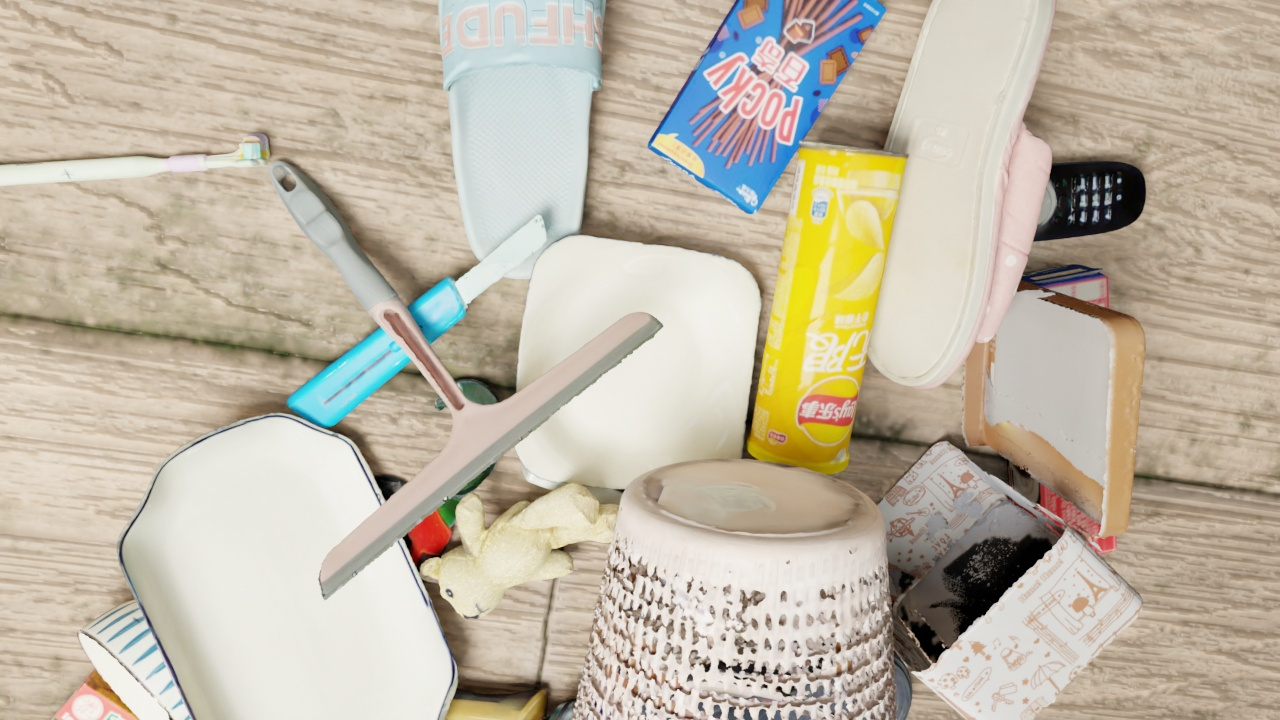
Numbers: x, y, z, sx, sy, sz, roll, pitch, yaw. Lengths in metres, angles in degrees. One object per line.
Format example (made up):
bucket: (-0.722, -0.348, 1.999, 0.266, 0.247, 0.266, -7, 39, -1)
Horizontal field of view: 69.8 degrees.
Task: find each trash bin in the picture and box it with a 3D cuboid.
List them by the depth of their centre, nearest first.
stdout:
trash bin: (0.058, 0.169, 0.541, 0.227, 0.227, 0.192, 2, 101, -7)

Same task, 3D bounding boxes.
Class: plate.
plate: (-0.223, 0.167, 0.596, 0.161, 0.034, 0.266, -28, 99, -39)
plate: (-0.004, 0.004, 0.615, 0.163, 0.034, 0.164, 7, 91, -18)

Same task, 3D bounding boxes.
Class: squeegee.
squeegee: (-0.156, -0.030, 0.570, 0.247, 0.040, 0.249, -39, 76, -4)

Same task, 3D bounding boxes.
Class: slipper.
slipper: (-0.073, -0.168, 0.559, 0.104, 0.074, 0.246, 1, 107, -6)
slipper: (0.206, -0.115, 0.590, 0.054, 0.114, 0.275, -1, 107, -34)
slipper: (0.082, 0.283, 0.678, 0.268, 0.083, 0.111, -17, 102, -4)

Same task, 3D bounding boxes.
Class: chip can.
chip can: (0.121, -0.035, 0.608, 0.072, 0.072, 0.213, 5, 105, -7)

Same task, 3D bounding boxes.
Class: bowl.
bowl: (-0.308, 0.203, 0.614, 0.066, 0.117, 0.116, -42, 108, -40)

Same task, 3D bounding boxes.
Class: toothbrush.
toothbrush: (-0.331, -0.123, 0.574, 0.189, 0.029, 0.020, -6, 144, -3)

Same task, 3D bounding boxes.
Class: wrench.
wrench: (-0.165, 0.138, 0.651, 0.056, 0.016, 0.273, 25, 98, -7)

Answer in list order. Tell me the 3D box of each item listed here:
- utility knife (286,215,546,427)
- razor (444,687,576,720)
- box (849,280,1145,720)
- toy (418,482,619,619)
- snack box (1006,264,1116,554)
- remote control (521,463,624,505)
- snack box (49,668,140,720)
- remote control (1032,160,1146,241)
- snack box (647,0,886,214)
utility knife: (-0.143, -0.024, 0.597, 0.216, 0.018, 0.034, -36, 105, 13)
razor: (-0.124, 0.264, 0.663, 0.167, 0.067, 0.062, 8, 118, -1)
box: (0.236, 0.087, 0.599, 0.125, 0.178, 0.274, 17, 101, -10)
toy: (-0.077, 0.126, 0.612, 0.158, 0.066, 0.105, -31, 134, 31)
snack box: (0.299, 0.037, 0.658, 0.058, 0.057, 0.207, -9, 104, -2)
remote control: (-0.017, 0.090, 0.636, 0.135, 0.056, 0.019, 23, 98, -10)
snack box: (-0.353, 0.297, 0.661, 0.156, 0.027, 0.077, 42, 94, -13)
remote control: (0.282, -0.110, 0.639, 0.136, 0.024, 0.053, -5, 105, -4)
snack box: (0.081, -0.184, 0.600, 0.084, 0.026, 0.157, 31, 98, -12)
